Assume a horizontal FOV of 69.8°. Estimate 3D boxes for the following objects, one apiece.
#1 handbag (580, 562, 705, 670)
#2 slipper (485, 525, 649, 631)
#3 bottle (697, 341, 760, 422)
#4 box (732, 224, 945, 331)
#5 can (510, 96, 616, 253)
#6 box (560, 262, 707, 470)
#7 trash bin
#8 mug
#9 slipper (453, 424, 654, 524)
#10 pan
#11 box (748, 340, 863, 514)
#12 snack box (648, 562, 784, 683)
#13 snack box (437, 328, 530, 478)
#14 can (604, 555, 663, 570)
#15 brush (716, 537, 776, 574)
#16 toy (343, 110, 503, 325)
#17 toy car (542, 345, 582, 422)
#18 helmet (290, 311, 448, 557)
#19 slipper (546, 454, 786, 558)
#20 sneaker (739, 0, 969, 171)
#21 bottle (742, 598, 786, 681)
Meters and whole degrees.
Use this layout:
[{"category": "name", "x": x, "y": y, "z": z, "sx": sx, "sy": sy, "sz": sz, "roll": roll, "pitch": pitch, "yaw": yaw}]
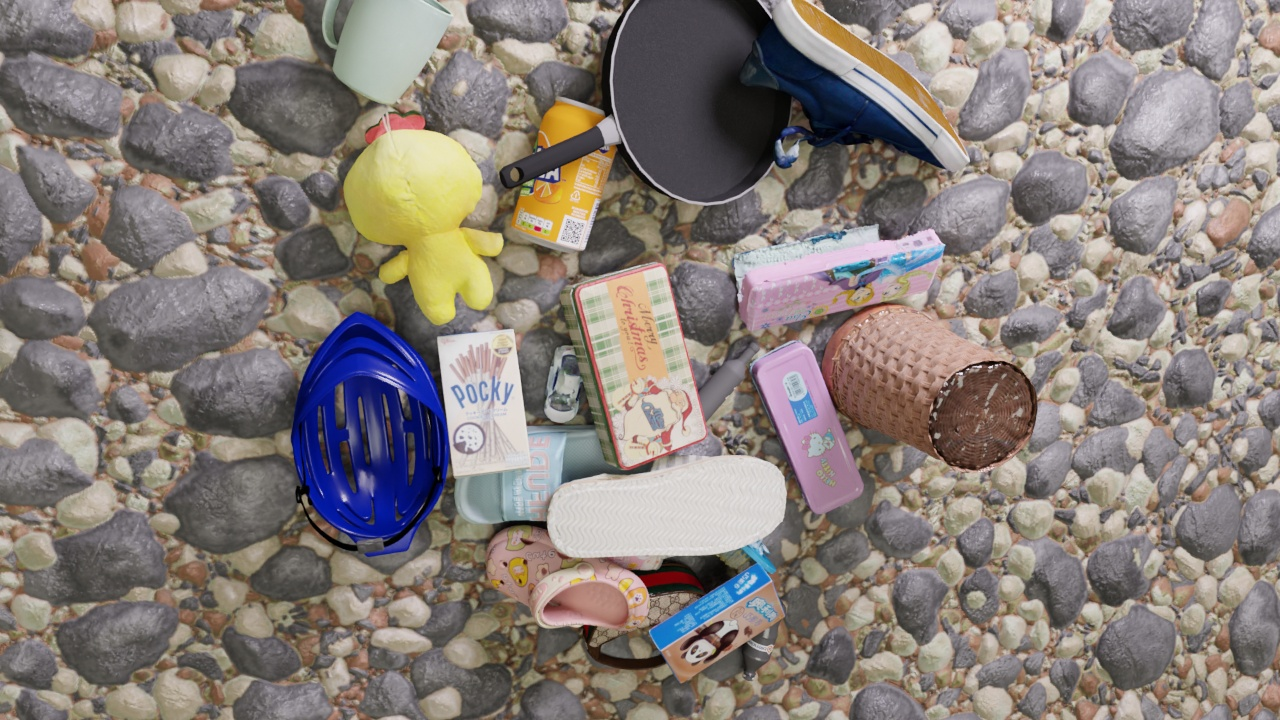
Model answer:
[{"category": "handbag", "x": 0.013, "y": 0.313, "z": 1.099, "sx": 0.166, "sy": 0.063, "sz": 0.139, "roll": -5, "pitch": 123, "yaw": -17}, {"category": "slipper", "x": -0.089, "y": 0.248, "z": 1.000, "sx": 0.197, "sy": 0.081, "sz": 0.093, "roll": 16, "pitch": 116, "yaw": 15}, {"category": "bottle", "x": 0.096, "y": 0.024, "z": 1.047, "sx": 0.030, "sy": 0.030, "sz": 0.113, "roll": 40, "pitch": 93, "yaw": -19}, {"category": "box", "x": 0.217, "y": -0.103, "z": 1.037, "sx": 0.230, "sy": 0.076, "sz": 0.085, "roll": -13, "pitch": 144, "yaw": -10}, {"category": "can", "x": -0.074, "y": -0.185, "z": 0.925, "sx": 0.079, "sy": 0.079, "sz": 0.142, "roll": 16, "pitch": 101, "yaw": -17}, {"category": "box", "x": -0.006, "y": 0.006, "z": 0.981, "sx": 0.117, "sy": 0.050, "sz": 0.205, "roll": -18, "pitch": 100, "yaw": -28}, {"category": "trash bin", "x": 0.308, "y": 0.030, "z": 1.003, "sx": 0.151, "sy": 0.210, "sz": 0.151, "roll": -3, "pitch": 105, "yaw": -12}, {"category": "mug", "x": -0.248, "y": -0.309, "z": 0.859, "sx": 0.111, "sy": 0.084, "sz": 0.104, "roll": 38, "pitch": 108, "yaw": 8}, {"category": "slipper", "x": -0.083, "y": 0.124, "z": 1.011, "sx": 0.245, "sy": 0.074, "sz": 0.104, "roll": -8, "pitch": 105, "yaw": -12}, {"category": "pan", "x": 0.009, "y": -0.241, "z": 0.893, "sx": 0.355, "sy": 0.034, "sz": 0.225, "roll": -30, "pitch": 113, "yaw": -26}, {"category": "box", "x": 0.198, "y": 0.081, "z": 1.085, "sx": 0.076, "sy": 0.036, "sz": 0.214, "roll": -25, "pitch": 109, "yaw": -2}, {"category": "snack box", "x": 0.091, "y": 0.307, "z": 1.070, "sx": 0.151, "sy": 0.034, "sz": 0.087, "roll": -31, "pitch": 134, "yaw": -7}, {"category": "snack box", "x": -0.164, "y": 0.044, "z": 0.964, "sx": 0.082, "sy": 0.026, "sz": 0.150, "roll": -7, "pitch": 81, "yaw": -11}, {"category": "can", "x": -0.017, "y": 0.205, "z": 1.051, "sx": 0.076, "sy": 0.067, "sz": 0.067, "roll": 6, "pitch": 103, "yaw": -15}, {"category": "brush", "x": 0.120, "y": 0.206, "z": 1.088, "sx": 0.075, "sy": 0.055, "sz": 0.136, "roll": -43, "pitch": 110, "yaw": 6}, {"category": "toy", "x": -0.212, "y": -0.140, "z": 0.901, "sx": 0.134, "sy": 0.092, "sz": 0.208, "roll": -21, "pitch": 111, "yaw": -4}, {"category": "toy car", "x": -0.082, "y": 0.028, "z": 1.009, "sx": 0.038, "sy": 0.027, "sz": 0.090, "roll": 8, "pitch": 103, "yaw": -17}, {"category": "helmet", "x": -0.259, "y": 0.083, "z": 0.877, "sx": 0.147, "sy": 0.227, "sz": 0.241, "roll": -7, "pitch": 103, "yaw": -12}, {"category": "slipper", "x": 0.029, "y": 0.160, "z": 1.003, "sx": 0.272, "sy": 0.054, "sz": 0.114, "roll": -6, "pitch": 87, "yaw": -17}, {"category": "sneaker", "x": 0.223, "y": -0.254, "z": 0.966, "sx": 0.294, "sy": 0.120, "sz": 0.128, "roll": 21, "pitch": 133, "yaw": -29}, {"category": "bottle", "x": 0.150, "y": 0.348, "z": 1.143, "sx": 0.036, "sy": 0.036, "sz": 0.110, "roll": 13, "pitch": 101, "yaw": -16}]
